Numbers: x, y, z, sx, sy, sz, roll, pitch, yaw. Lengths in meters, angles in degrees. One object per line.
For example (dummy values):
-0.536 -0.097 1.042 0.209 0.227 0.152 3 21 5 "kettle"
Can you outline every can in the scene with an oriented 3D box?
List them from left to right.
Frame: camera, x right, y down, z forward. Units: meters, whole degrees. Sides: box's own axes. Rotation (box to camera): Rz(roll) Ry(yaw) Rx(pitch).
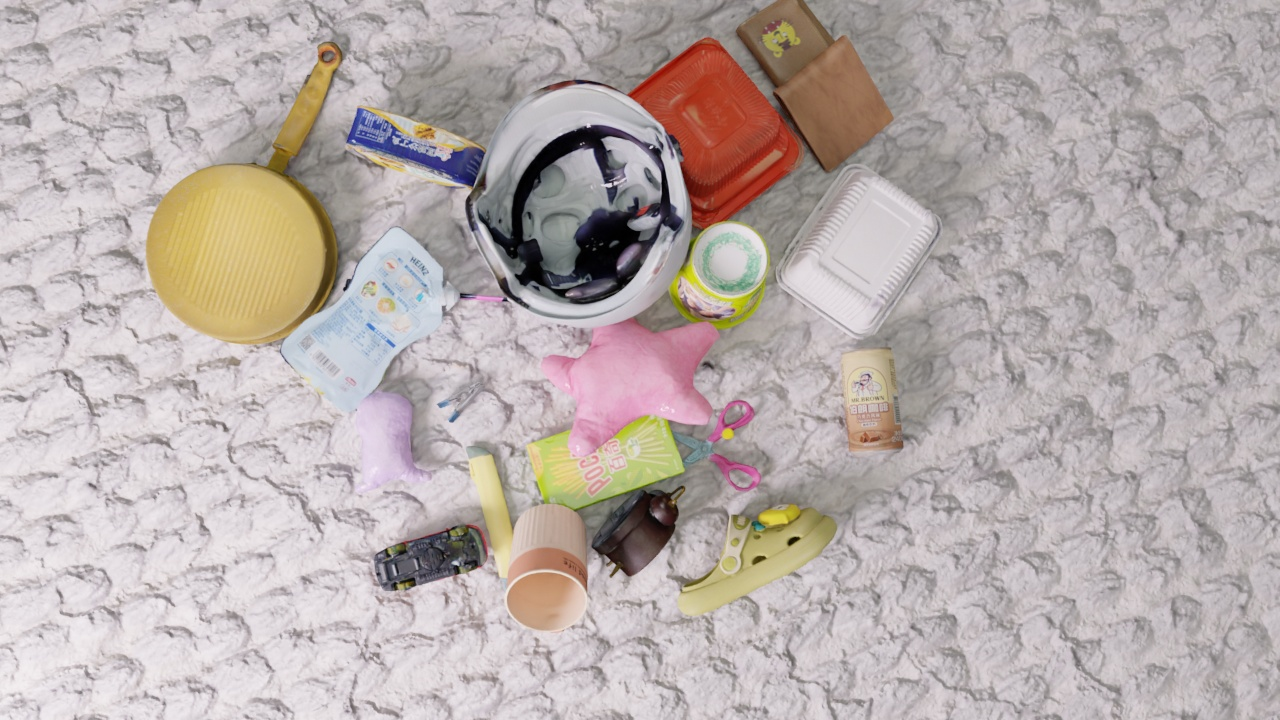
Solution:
-0.246 -0.231 1.005 0.148 0.074 0.049 18 88 0 "can"
0.253 0.045 1.007 0.058 0.058 0.116 -5 85 -3 "can"

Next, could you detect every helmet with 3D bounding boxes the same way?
-0.050 -0.148 0.965 0.229 0.146 0.258 -24 67 7 "helmet"

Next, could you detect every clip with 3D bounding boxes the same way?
-0.195 0.041 1.009 0.058 0.027 0.045 -37 80 -5 "clip"

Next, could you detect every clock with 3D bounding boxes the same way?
0.002 0.175 0.977 0.055 0.082 0.122 44 86 -3 "clock"

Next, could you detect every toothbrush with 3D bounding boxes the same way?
-0.236 -0.077 1.023 0.189 0.014 0.017 4 76 -2 "toothbrush"

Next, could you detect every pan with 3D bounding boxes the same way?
-0.407 -0.191 1.011 0.197 0.078 0.357 20 91 -3 "pan"

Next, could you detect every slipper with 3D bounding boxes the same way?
0.116 0.202 0.977 0.190 0.091 0.081 -29 84 -1 "slipper"

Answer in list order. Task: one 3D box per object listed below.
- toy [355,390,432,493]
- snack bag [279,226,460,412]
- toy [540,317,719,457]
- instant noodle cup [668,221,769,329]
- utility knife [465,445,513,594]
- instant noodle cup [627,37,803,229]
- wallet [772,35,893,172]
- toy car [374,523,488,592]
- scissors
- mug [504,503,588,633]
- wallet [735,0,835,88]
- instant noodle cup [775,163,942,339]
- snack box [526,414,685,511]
-0.273 0.086 0.995 0.084 0.039 0.108 -7 86 -3 "toy"
-0.290 -0.044 0.997 0.110 0.039 0.191 44 89 -2 "snack bag"
-0.006 0.006 0.983 0.194 0.075 0.178 -17 60 -2 "toy"
0.089 -0.096 0.980 0.111 0.123 0.111 0 85 -3 "instant noodle cup"
-0.156 0.182 1.001 0.031 0.020 0.188 -15 80 1 "utility knife"
0.076 -0.257 1.016 0.164 0.079 0.189 -40 88 -5 "instant noodle cup"
0.218 -0.287 1.032 0.101 0.020 0.115 -38 112 1 "wallet"
-0.223 0.210 0.983 0.120 0.045 0.053 -14 88 2 "toy car"
0.079 0.103 1.019 0.133 0.017 0.131 -35 86 0 "scissors"
-0.093 0.224 0.953 0.081 0.105 0.115 -7 121 1 "mug"
0.177 -0.358 1.053 0.090 0.033 0.115 -34 84 -3 "wallet"
0.249 -0.127 1.022 0.138 0.060 0.173 35 84 1 "instant noodle cup"
-0.038 0.108 1.003 0.156 0.026 0.085 -18 81 -1 "snack box"
